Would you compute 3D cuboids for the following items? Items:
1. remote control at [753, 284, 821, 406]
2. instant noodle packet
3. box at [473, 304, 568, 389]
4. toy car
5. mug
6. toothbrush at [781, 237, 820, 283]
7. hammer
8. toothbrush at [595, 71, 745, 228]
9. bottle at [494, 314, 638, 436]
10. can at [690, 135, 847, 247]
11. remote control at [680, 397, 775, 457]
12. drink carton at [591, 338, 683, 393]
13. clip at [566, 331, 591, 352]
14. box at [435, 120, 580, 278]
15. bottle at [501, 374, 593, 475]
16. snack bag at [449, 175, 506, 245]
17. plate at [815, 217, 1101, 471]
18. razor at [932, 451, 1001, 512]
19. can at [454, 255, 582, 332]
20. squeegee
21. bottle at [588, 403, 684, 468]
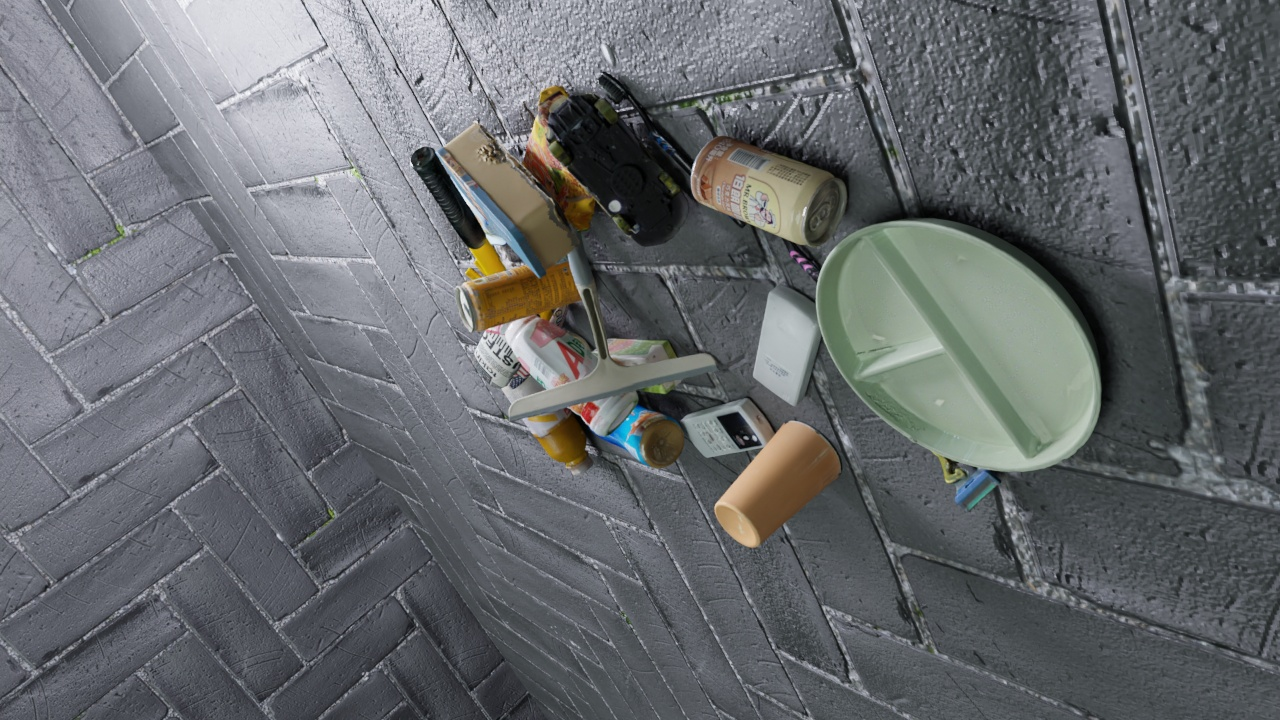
[{"bbox_3d":[0.139,-0.013,0.862,0.056,0.019,0.135,38,151,24],"label":"remote control"},{"bbox_3d":[-0.075,-0.201,0.927,0.111,0.044,0.129,52,155,6],"label":"instant noodle packet"},{"bbox_3d":[-0.150,-0.028,1.186,0.075,0.086,0.163,47,132,13],"label":"box"},{"bbox_3d":[-0.022,-0.173,0.842,0.158,0.070,0.042,49,-173,-7],"label":"toy car"},{"bbox_3d":[0.136,0.128,0.934,0.078,0.122,0.078,38,152,25],"label":"mug"},{"bbox_3d":[0.144,-0.075,0.777,0.189,0.017,0.014,48,152,1],"label":"toothbrush"},{"bbox_3d":[-0.203,-0.149,1.128,0.129,0.032,0.301,31,162,28],"label":"hammer"},{"bbox_3d":[0.026,-0.186,0.817,0.189,0.016,0.014,48,162,3],"label":"toothbrush"},{"bbox_3d":[-0.094,0.004,1.079,0.197,0.068,0.068,41,153,12],"label":"bottle"},{"bbox_3d":[0.099,-0.134,0.722,0.116,0.058,0.059,30,147,35],"label":"can"},{"bbox_3d":[0.097,0.079,1.046,0.058,0.021,0.150,53,154,-6],"label":"remote control"},{"bbox_3d":[-0.006,0.006,1.084,0.123,0.045,0.053,5,128,55],"label":"drink carton"},{"bbox_3d":[-0.069,0.006,1.191,0.100,0.072,0.035,44,153,24],"label":"clip"},{"bbox_3d":[-0.135,-0.166,0.956,0.184,0.062,0.090,49,174,32],"label":"box"},{"bbox_3d":[-0.135,0.087,1.364,0.189,0.067,0.068,58,153,-15],"label":"bottle"},{"bbox_3d":[-0.178,-0.177,1.119,0.191,0.038,0.110,20,156,48],"label":"snack bag"},{"bbox_3d":[0.235,-0.011,0.696,0.230,0.027,0.231,34,149,24],"label":"plate"},{"bbox_3d":[0.245,0.066,0.797,0.142,0.022,0.043,45,123,19],"label":"razor"},{"bbox_3d":[-0.134,-0.079,1.053,0.058,0.145,0.058,50,150,43],"label":"can"},{"bbox_3d":[-0.062,-0.079,1.017,0.039,0.247,0.246,-35,-71,-75],"label":"squeegee"},{"bbox_3d":[-0.024,0.078,1.177,0.219,0.065,0.065,22,143,59],"label":"bottle"}]
